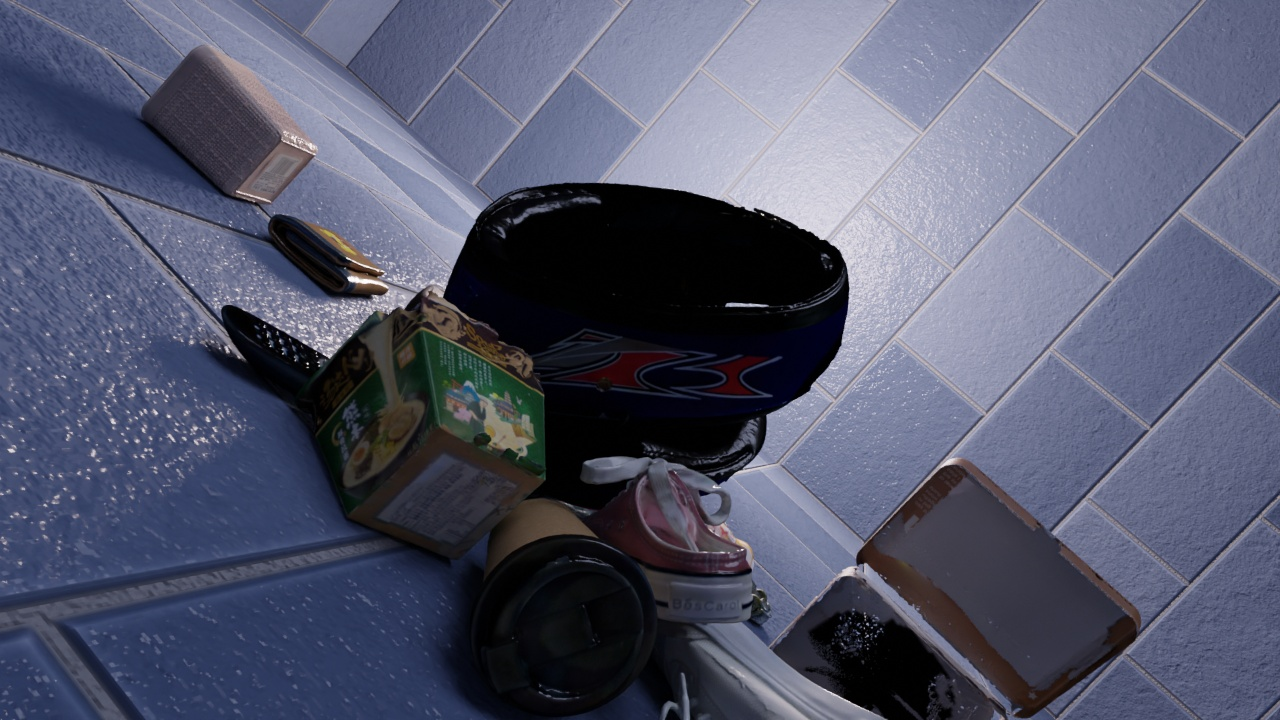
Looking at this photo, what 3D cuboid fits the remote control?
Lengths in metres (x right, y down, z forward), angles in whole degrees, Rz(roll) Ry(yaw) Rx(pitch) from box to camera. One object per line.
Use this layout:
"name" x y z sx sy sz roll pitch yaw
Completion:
"remote control" -0.207 0.010 0.577 0.136 0.024 0.053 39 4 -40

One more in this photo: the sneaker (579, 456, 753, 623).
"sneaker" 0.010 0.107 0.598 0.118 0.087 0.241 5 -6 -15

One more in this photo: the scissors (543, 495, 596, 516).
"scissors" -0.044 0.133 0.813 0.137 0.017 0.073 34 8 -28

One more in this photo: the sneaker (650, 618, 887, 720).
"sneaker" 0.062 0.225 0.557 0.242 0.090 0.089 19 -45 52

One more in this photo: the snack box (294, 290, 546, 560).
"snack box" -0.121 0.046 0.533 0.118 0.118 0.105 34 21 -37

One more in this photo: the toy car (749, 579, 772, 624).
"toy car" 0.093 0.222 0.958 0.120 0.037 0.054 53 8 15

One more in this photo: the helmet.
"helmet" -0.004 0.004 0.735 0.316 0.241 0.246 13 37 16

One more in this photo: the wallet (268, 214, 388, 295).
"wallet" -0.284 -0.095 0.850 0.090 0.033 0.115 41 2 2

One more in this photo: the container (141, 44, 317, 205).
"container" -0.374 -0.211 0.849 0.111 0.090 0.090 46 6 4

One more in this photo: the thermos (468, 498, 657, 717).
"thermos" -0.049 0.124 0.496 0.093 0.093 0.143 40 -3 -16

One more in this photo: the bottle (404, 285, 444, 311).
"bottle" -0.199 -0.043 0.950 0.080 0.044 0.195 47 4 -12

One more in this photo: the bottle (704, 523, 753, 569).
"bottle" 0.056 0.179 0.891 0.108 0.063 0.063 41 6 -7

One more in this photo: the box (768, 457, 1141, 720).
"box" 0.232 0.224 0.729 0.179 0.260 0.110 43 8 17
